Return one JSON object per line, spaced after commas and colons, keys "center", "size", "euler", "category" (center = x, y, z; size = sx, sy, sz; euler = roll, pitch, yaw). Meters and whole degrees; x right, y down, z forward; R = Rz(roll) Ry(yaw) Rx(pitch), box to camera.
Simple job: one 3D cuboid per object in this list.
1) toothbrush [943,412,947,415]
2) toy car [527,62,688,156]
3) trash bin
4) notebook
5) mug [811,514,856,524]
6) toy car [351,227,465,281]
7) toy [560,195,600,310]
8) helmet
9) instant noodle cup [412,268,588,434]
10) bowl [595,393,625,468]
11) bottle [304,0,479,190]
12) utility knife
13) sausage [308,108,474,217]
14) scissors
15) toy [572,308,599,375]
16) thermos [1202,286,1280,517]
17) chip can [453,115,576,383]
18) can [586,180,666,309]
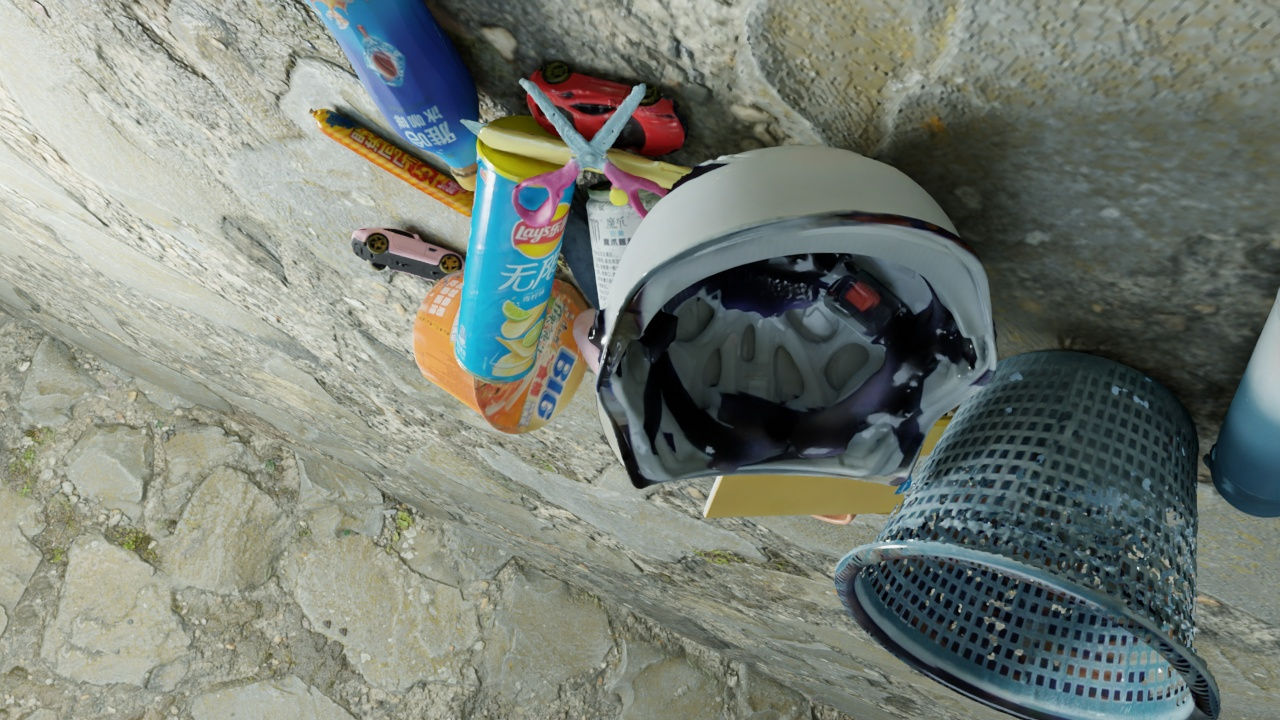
{"center": [0.151, 0.011, 0.772], "size": [0.213, 0.026, 0.027], "euler": [21, 141, 11], "category": "toothbrush"}
{"center": [-0.021, -0.154, 0.577], "size": [0.106, 0.031, 0.049], "euler": [17, 158, 16], "category": "toy car"}
{"center": [0.270, 0.109, 0.615], "size": [0.227, 0.194, 0.227], "euler": [24, 151, 14], "category": "trash bin"}
{"center": [0.166, 0.090, 0.762], "size": [0.206, 0.010, 0.146], "euler": [0, 140, -10], "category": "notebook"}
{"center": [0.166, 0.106, 0.882], "size": [0.106, 0.081, 0.114], "euler": [5, 127, 46], "category": "mug"}
{"center": [-0.224, -0.104, 0.908], "size": [0.122, 0.037, 0.056], "euler": [16, 163, -10], "category": "toy car"}
{"center": [0.071, -0.022, 0.717], "size": [0.356, 0.091, 0.138], "euler": [22, 131, 7], "category": "toy"}
{"center": [0.084, -0.035, 0.554], "size": [0.229, 0.145, 0.259], "euler": [-4, 140, 0], "category": "helmet"}
{"center": [-0.136, -0.017, 0.873], "size": [0.111, 0.151, 0.151], "euler": [20, 160, 36], "category": "instant noodle cup"}
{"center": [0.011, 0.053, 0.923], "size": [0.116, 0.066, 0.117], "euler": [41, 141, 45], "category": "bowl"}
{"center": [-0.147, -0.188, 0.586], "size": [0.065, 0.065, 0.219], "euler": [15, 157, 25], "category": "bottle"}
{"center": [-0.035, -0.128, 0.580], "size": [0.162, 0.018, 0.031], "euler": [9, 160, -1], "category": "utility knife"}
{"center": [-0.199, -0.163, 0.760], "size": [0.165, 0.021, 0.021], "euler": [29, 158, -11], "category": "sausage"}
{"center": [-0.034, -0.120, 0.564], "size": [0.136, 0.017, 0.133], "euler": [-22, 130, 32], "category": "scissors"}
{"center": [-0.005, 0.005, 0.811], "size": [0.121, 0.054, 0.159], "euler": [30, -165, -18], "category": "toy"}
{"center": [0.372, 0.026, 0.515], "size": [0.070, 0.070, 0.220], "euler": [13, 156, 29], "category": "thermos"}
{"center": [-0.096, -0.074, 0.684], "size": [0.071, 0.071, 0.211], "euler": [24, 136, 4], "category": "chip can"}
{"center": [-0.002, -0.052, 0.647], "size": [0.058, 0.058, 0.147], "euler": [9, 115, 36], "category": "can"}
